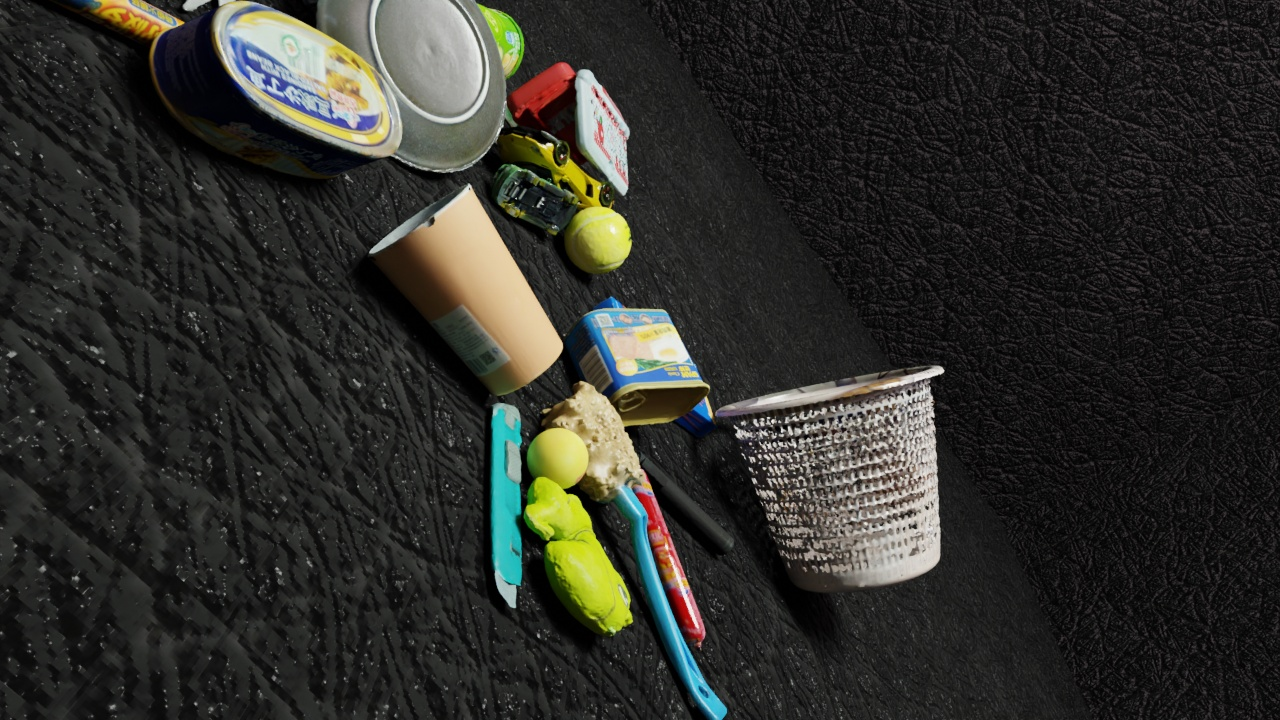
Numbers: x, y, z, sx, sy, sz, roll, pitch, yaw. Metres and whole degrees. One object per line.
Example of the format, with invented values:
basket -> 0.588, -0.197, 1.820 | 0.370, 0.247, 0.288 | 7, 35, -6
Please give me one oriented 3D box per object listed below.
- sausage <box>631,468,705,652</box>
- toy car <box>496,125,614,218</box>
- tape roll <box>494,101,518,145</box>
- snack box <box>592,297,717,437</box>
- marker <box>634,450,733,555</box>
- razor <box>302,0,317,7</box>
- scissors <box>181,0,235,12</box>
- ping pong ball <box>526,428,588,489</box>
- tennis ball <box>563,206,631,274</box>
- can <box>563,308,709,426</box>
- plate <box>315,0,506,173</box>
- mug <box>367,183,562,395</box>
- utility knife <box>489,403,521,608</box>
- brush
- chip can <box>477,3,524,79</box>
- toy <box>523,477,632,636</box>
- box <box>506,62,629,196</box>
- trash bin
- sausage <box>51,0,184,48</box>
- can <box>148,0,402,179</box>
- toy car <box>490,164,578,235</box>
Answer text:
sausage -> 0.016, 0.144, 0.687 | 0.020, 0.020, 0.155 | 30, 32, -54
toy car -> -0.083, -0.178, 0.888 | 0.155, 0.071, 0.041 | 36, 70, -59
tape roll -> -0.139, -0.239, 0.926 | 0.086, 0.014, 0.085 | 48, 20, -25
snack box -> 0.016, 0.009, 0.892 | 0.157, 0.026, 0.084 | 37, 28, -46
marker -> 0.035, 0.120, 0.767 | 0.132, 0.022, 0.020 | 47, 57, -28
razor -> -0.247, -0.314, 0.750 | 0.132, 0.028, 0.043 | -70, 151, -64
scissors -> -0.272, -0.259, 0.624 | 0.170, 0.012, 0.141 | 64, 20, 16
ping pong ball -> -0.054, 0.064, 0.600 | 0.040, 0.040, 0.040 | 48, 20, -25
tennis ball -> -0.042, -0.116, 0.889 | 0.065, 0.066, 0.065 | 48, 20, -25
can -> -0.005, 0.004, 0.764 | 0.102, 0.057, 0.083 | -1, 55, -40
plate -> -0.165, -0.235, 0.705 | 0.179, 0.024, 0.179 | 12, 74, -48
mug -> -0.107, -0.041, 0.594 | 0.123, 0.078, 0.078 | 56, 18, -19
utility knife -> -0.080, 0.079, 0.555 | 0.029, 0.013, 0.164 | 44, 23, -35
brush -> -0.002, 0.130, 0.642 | 0.254, 0.046, 0.083 | 65, 16, 12
chip can -> -0.176, -0.301, 0.840 | 0.072, 0.073, 0.221 | 57, 18, -1
toy -> -0.039, 0.122, 0.561 | 0.096, 0.031, 0.100 | 42, 20, -47
box -> -0.054, -0.225, 0.947 | 0.098, 0.095, 0.201 | 60, 8, 8
trash bin -> 0.205, 0.118, 0.916 | 0.227, 0.228, 0.192 | -9, 87, -70
sausage -> -0.263, -0.180, 0.502 | 0.165, 0.021, 0.021 | 15, 45, -63
can -> -0.203, -0.153, 0.531 | 0.148, 0.049, 0.074 | 9, 71, -66
toy car -> -0.096, -0.148, 0.835 | 0.091, 0.043, 0.036 | 22, 17, -48
